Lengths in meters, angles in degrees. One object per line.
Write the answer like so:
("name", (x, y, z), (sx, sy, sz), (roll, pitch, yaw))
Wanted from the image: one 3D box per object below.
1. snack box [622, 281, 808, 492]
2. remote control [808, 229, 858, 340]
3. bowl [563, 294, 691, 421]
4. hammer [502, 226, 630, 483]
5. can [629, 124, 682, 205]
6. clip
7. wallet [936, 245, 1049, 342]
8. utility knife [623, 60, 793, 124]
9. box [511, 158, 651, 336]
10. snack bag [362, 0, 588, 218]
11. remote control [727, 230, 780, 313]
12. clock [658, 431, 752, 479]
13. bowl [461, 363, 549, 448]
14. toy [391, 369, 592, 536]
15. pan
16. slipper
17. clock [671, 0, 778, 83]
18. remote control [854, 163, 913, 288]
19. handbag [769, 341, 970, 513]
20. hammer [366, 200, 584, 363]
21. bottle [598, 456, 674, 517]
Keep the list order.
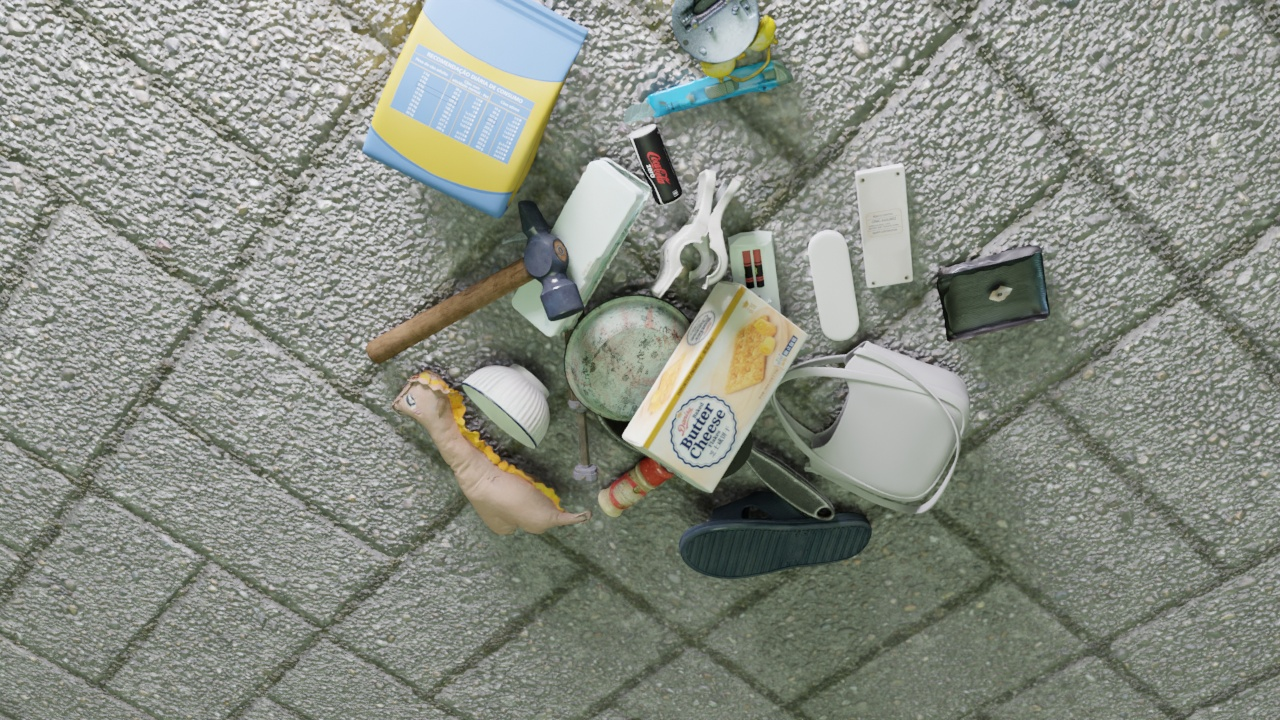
("snack box", (0.081, 0.027, 0.999), (0.104, 0.057, 0.207), (35, 83, -22))
("remote control", (0.219, -0.083, 1.036), (0.043, 0.013, 0.137), (-10, 119, 11))
("bowl", (-0.006, 0.006, 1.031), (0.157, 0.038, 0.158), (-3, 114, -8))
("hammer", (-0.078, 0.000, 1.071), (0.147, 0.028, 0.317), (2, 109, 15))
("can", (0.017, -0.206, 0.972), (0.032, 0.031, 0.080), (-17, 117, 15))
("clip", (0.070, -0.123, 0.973), (0.097, 0.126, 0.152), (35, 93, -9))
("wallet", (0.390, -0.073, 1.017), (0.115, 0.026, 0.089), (-14, 119, 13))
("utility knife", (0.066, -0.273, 0.939), (0.179, 0.015, 0.031), (-13, 114, 14))
("box", (-0.069, -0.120, 0.985), (0.083, 0.066, 0.199), (27, 118, -10))
("snack bag", (-0.164, -0.270, 0.921), (0.159, 0.102, 0.205), (25, 107, -9))
("remote control", (0.131, -0.078, 1.041), (0.049, 0.024, 0.143), (-6, 120, 9))
("clock", (0.070, 0.093, 1.074), (0.122, 0.035, 0.095), (-2, 117, -6))
("bowl", (-0.152, 0.045, 1.107), (0.118, 0.118, 0.062), (47, 72, -20))
("toy", (-0.191, 0.118, 1.162), (0.196, 0.065, 0.264), (-11, 118, 23))
("pan", (0.100, 0.086, 1.123), (0.357, 0.055, 0.188), (35, 118, -14))
("slipper", (0.168, 0.218, 1.189), (0.263, 0.082, 0.101), (0, 125, -17))
("clock", (0.080, -0.322, 0.882), (0.083, 0.057, 0.119), (-31, 113, 20))
("remote control", (0.265, -0.144, 0.997), (0.050, 0.011, 0.136), (-8, 119, 10))
("handbag", (0.257, 0.080, 1.091), (0.223, 0.095, 0.216), (18, 121, 6))
("hammer", (-0.206, -0.062, 1.037), (0.323, 0.040, 0.129), (-23, 85, 34))
("bottle", (-0.006, 0.160, 1.185), (0.044, 0.044, 0.109), (42, 116, -18))
